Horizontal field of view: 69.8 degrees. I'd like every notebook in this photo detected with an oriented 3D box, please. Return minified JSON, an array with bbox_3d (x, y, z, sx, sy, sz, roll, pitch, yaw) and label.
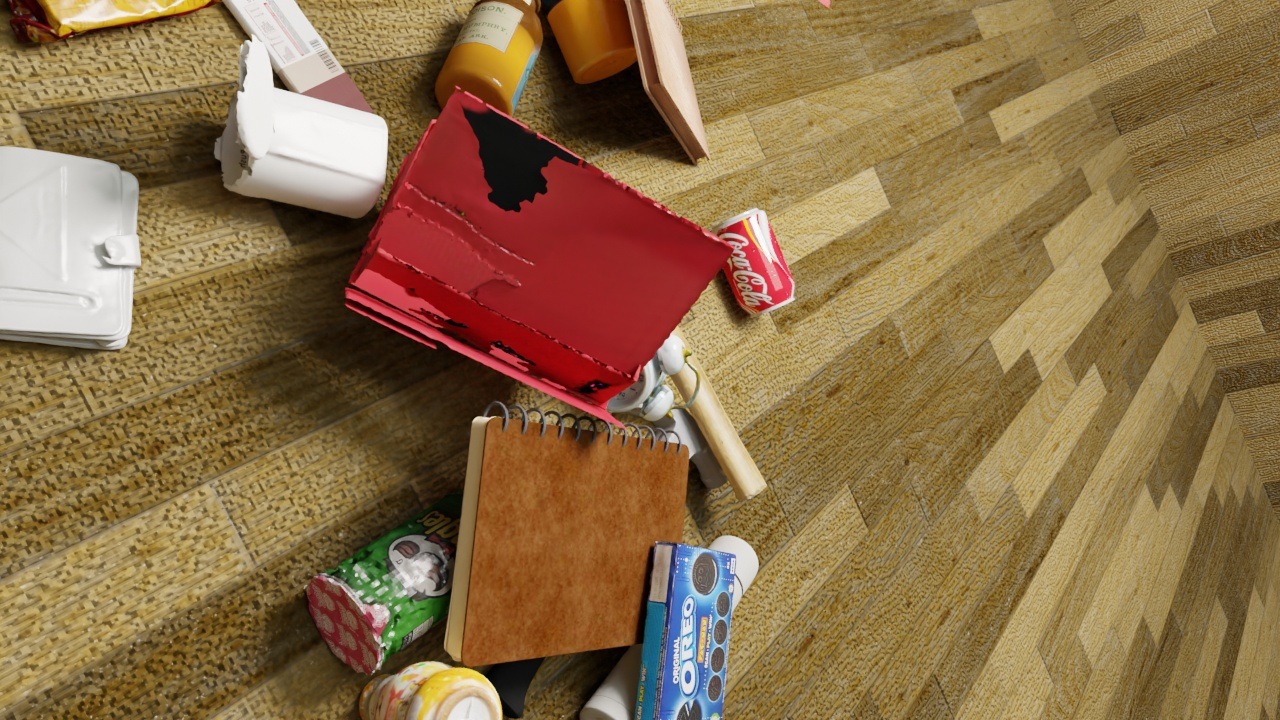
[{"bbox_3d":[-0.042,0.125,0.668,0.225,0.024,0.167,14,79,-51],"label":"notebook"},{"bbox_3d":[0.023,-0.308,0.916,0.210,0.022,0.169,23,55,-73],"label":"notebook"}]

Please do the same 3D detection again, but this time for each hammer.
[{"bbox_3d":[-0.029,0.151,0.765,0.127,0.029,0.322,54,47,-15],"label":"hammer"},{"bbox_3d":[0.026,-0.022,0.852,0.131,0.033,0.330,-26,86,-50],"label":"hammer"}]

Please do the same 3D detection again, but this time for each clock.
[{"bbox_3d":[-0.005,0.005,0.781,0.118,0.083,0.056,19,30,10],"label":"clock"}]

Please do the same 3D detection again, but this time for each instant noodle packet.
[{"bbox_3d":[-0.351,-0.260,0.589,0.135,0.040,0.098,-40,104,-46],"label":"instant noodle packet"}]

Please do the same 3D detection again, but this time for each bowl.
[{"bbox_3d":[-0.087,-0.097,0.763,0.145,0.063,0.145,12,67,-30],"label":"bowl"}]

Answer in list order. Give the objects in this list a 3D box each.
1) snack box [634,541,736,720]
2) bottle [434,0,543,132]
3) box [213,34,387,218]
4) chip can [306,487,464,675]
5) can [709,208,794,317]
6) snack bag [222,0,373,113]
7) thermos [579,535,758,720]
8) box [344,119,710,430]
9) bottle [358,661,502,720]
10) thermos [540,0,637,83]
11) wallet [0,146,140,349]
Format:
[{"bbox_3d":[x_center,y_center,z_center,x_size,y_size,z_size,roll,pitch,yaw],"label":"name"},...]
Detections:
[{"bbox_3d":[0.036,0.221,0.715,0.082,0.027,0.150,21,70,-48],"label":"snack box"},{"bbox_3d":[-0.122,-0.276,0.798,0.068,0.068,0.156,36,53,-31],"label":"bottle"},{"bbox_3d":[-0.221,-0.148,0.602,0.137,0.143,0.083,6,86,-41],"label":"box"},{"bbox_3d":[-0.120,0.126,0.649,0.222,0.076,0.075,-32,98,-46],"label":"chip can"},{"bbox_3d":[0.120,-0.103,0.977,0.064,0.064,0.105,-27,95,-46],"label":"can"},{"bbox_3d":[-0.267,-0.243,0.683,0.158,0.013,0.056,55,43,-15],"label":"snack bag"},{"bbox_3d":[0.033,0.231,0.776,0.223,0.052,0.052,-42,106,-44],"label":"thermos"},{"bbox_3d":[-0.076,0.042,0.523,0.215,0.141,0.509,28,36,-22],"label":"box"},{"bbox_3d":[-0.135,0.220,0.572,0.063,0.109,0.063,9,76,-40],"label":"bottle"},{"bbox_3d":[-0.068,-0.393,0.881,0.076,0.091,0.232,-68,135,-86],"label":"thermos"},{"bbox_3d":[-0.339,-0.066,0.534,0.086,0.032,0.116,1,75,-42],"label":"wallet"}]
